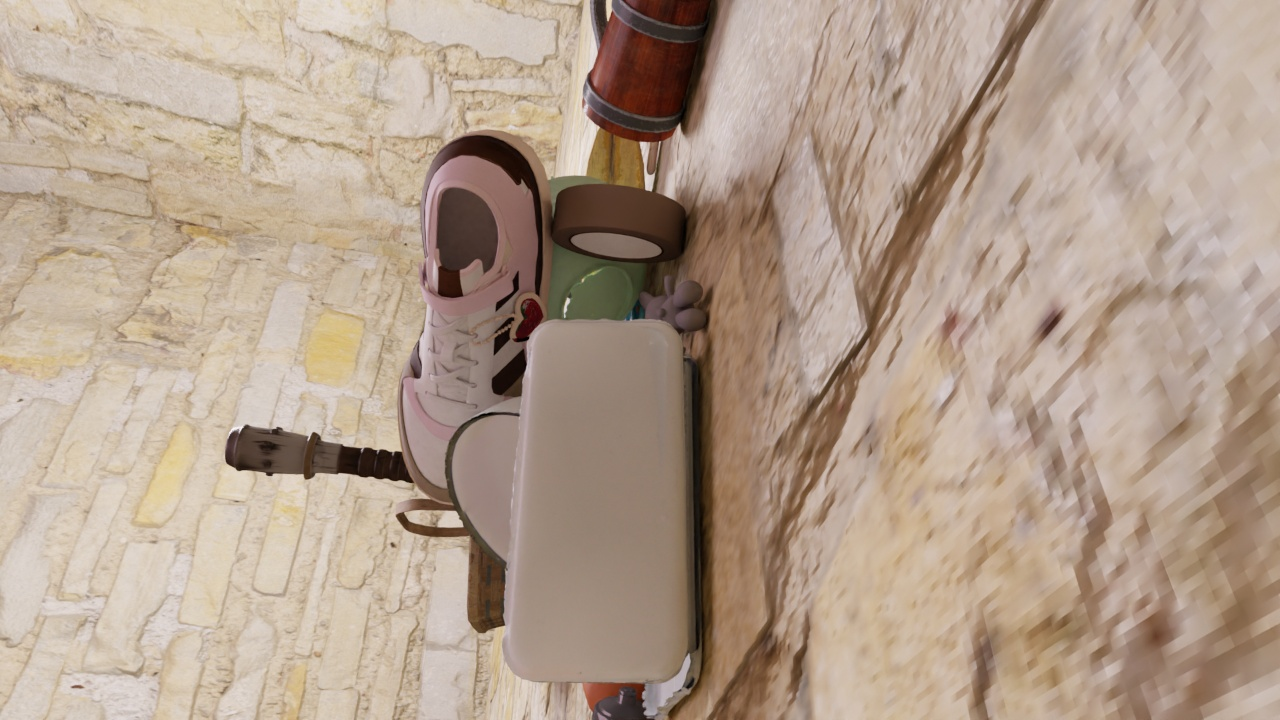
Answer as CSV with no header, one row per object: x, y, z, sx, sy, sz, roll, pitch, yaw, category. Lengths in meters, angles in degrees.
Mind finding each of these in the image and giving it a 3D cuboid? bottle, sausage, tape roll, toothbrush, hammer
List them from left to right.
-0.184,0.093,0.790,0.101,0.324,0.190,145,132,-79,hammer
-0.026,0.204,0.630,0.164,0.039,0.044,163,109,-80,sausage
-0.016,0.252,0.528,0.040,0.040,0.130,-158,76,-81,bottle
-0.016,-0.096,0.656,0.094,0.093,0.030,148,130,-78,tape roll
0.017,-0.257,0.835,0.016,0.018,0.181,159,118,-82,toothbrush

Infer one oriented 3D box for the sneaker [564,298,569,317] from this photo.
-0.126,-0.006,1.048,0.257,0.160,0.092,109,166,-56,sneaker

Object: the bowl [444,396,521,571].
-0.056,0.086,0.649,0.072,0.153,0.154,-46,-22,-49,bowl

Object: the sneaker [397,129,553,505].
-0.125,-0.011,0.657,0.116,0.112,0.294,-70,-6,-69,sneaker

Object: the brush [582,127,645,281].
-0.025,-0.127,0.839,0.043,0.059,0.195,-69,-18,-82,brush

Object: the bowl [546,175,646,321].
-0.053,-0.067,0.748,0.077,0.150,0.151,47,135,40,bowl

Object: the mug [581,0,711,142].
-0.004,-0.248,0.708,0.117,0.081,0.111,49,139,28,mug

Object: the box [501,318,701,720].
-0.023,0.085,0.515,0.130,0.105,0.210,105,170,-53,box

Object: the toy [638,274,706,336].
0.018,-0.029,0.598,0.112,0.030,0.049,164,100,-74,toy

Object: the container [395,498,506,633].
-0.187,0.187,1.078,0.158,0.186,0.249,103,167,-68,container

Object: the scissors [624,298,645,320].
-0.005,0.005,0.771,0.056,0.015,0.136,125,148,-51,scissors

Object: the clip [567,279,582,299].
-0.048,-0.116,0.923,0.164,0.169,0.031,-50,-1,-19,clip
